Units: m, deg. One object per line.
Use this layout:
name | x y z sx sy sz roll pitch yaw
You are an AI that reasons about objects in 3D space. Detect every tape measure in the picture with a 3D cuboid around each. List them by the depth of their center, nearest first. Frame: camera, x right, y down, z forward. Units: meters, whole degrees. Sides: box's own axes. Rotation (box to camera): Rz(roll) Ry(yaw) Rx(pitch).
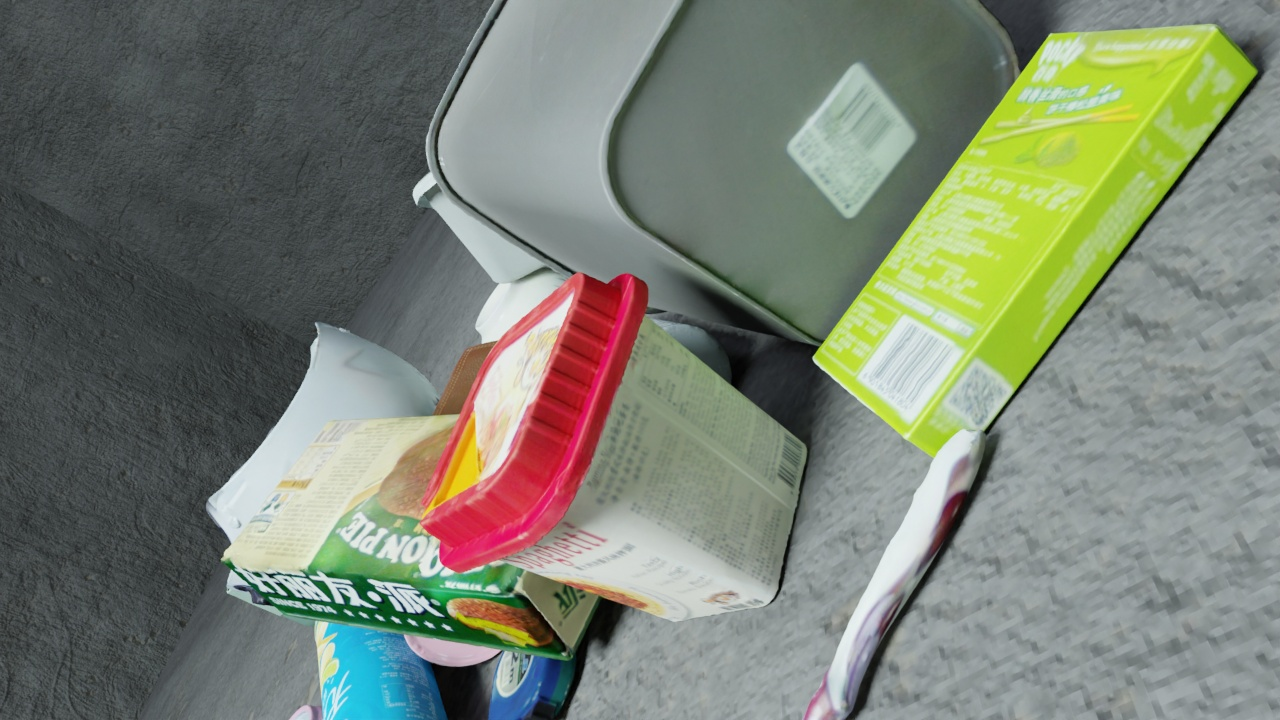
tape measure | -0.054 0.161 0.465 0.055 0.025 0.058 -44 28 30

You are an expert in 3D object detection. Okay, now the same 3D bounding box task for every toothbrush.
toothbrush | 0.064 0.104 0.285 0.187 0.016 0.017 -60 28 -5

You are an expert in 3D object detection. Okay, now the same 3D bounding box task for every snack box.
snack box | 0.130 -0.045 0.328 0.156 0.026 0.085 -56 20 8
snack box | -0.118 0.089 0.514 0.241 0.063 0.114 -5 41 35

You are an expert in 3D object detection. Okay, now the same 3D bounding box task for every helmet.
helmet | -0.231 0.106 0.777 0.259 0.146 0.228 105 -176 -52

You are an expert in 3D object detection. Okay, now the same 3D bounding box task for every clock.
clock | -0.213 0.288 0.607 0.159 0.060 0.117 -26 38 53

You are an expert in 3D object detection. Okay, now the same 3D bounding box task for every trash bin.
trash bin | 0.033 -0.117 0.449 0.199 0.198 0.220 -60 27 1

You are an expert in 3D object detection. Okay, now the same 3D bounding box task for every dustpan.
dustpan | -0.081 -0.180 0.768 0.223 0.143 0.257 -25 35 9

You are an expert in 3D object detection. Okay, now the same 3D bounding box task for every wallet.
wallet | -0.084 0.023 0.653 0.125 0.032 0.101 -8 38 17

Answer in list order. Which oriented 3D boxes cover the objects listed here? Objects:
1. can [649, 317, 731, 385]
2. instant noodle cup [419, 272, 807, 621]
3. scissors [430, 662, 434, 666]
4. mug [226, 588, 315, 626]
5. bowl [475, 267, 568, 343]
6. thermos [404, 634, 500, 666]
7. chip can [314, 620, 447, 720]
can | -0.003 0.003 0.526 0.058 0.058 0.147 -60 20 -4
instant noodle cup | -0.007 0.046 0.377 0.117 0.124 0.116 -32 32 52
scissors | -0.141 0.156 0.695 0.198 0.015 0.213 -50 21 23
mug | -0.385 0.232 1.022 0.082 0.106 0.111 -52 21 19
bowl | -0.101 -0.034 0.798 0.117 0.066 0.116 -47 23 27
thermos | -0.131 0.108 0.618 0.198 0.087 0.067 -110 39 -59
chip can | -0.152 0.205 0.540 0.071 0.071 0.210 -59 25 -1
